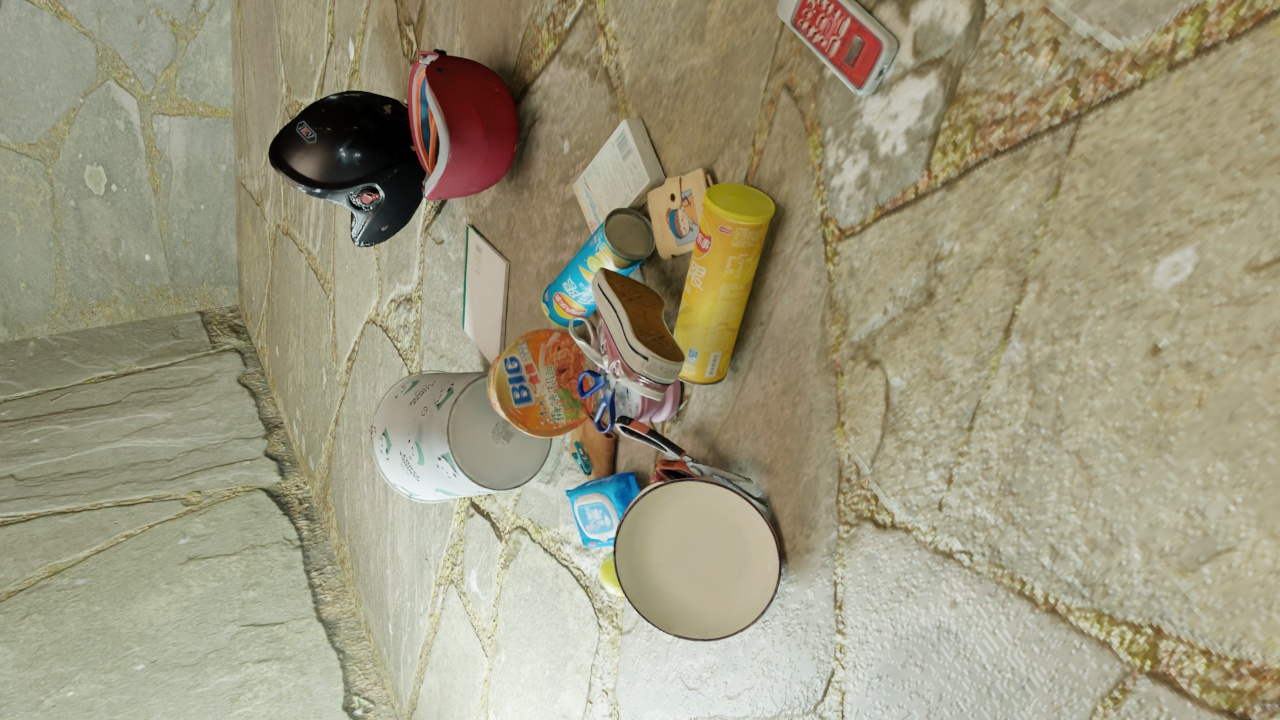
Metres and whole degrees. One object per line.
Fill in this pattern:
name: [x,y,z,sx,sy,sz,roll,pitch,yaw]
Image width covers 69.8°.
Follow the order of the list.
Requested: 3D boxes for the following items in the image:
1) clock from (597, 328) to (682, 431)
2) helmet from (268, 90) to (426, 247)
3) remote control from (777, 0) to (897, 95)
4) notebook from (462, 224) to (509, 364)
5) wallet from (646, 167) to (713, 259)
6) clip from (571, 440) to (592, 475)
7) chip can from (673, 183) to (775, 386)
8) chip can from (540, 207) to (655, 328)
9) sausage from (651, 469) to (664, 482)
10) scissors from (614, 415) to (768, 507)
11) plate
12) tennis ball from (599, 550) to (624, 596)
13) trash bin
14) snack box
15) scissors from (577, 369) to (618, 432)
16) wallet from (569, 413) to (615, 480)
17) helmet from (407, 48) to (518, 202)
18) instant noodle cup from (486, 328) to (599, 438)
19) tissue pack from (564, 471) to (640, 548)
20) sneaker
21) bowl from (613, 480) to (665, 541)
clock: [-0.007,0.007,1.143,0.117,0.059,0.158,13,113,56]
helmet: [-0.485,-0.349,1.574,0.233,0.274,0.231,49,113,24]
remote control: [0.167,-0.289,0.793,0.136,0.020,0.056,57,144,28]
notebook: [-0.266,-0.106,1.555,0.150,0.012,0.210,44,136,41]
wallet: [0.049,-0.165,1.026,0.115,0.024,0.087,-8,100,60]
clip: [-0.085,0.144,1.329,0.055,0.013,0.037,53,143,39]
chip can: [0.081,-0.075,0.964,0.072,0.072,0.214,47,138,39]
chip can: [-0.058,-0.113,1.167,0.211,0.071,0.071,-40,68,56]
sausage: [0.027,0.217,1.212,0.020,0.020,0.156,15,114,55]
scissors: [0.053,0.121,1.082,0.189,0.015,0.224,38,161,-1]
plate: [0.066,0.224,1.050,0.192,0.039,0.192,2,99,13]
tennis ball: [-0.024,0.295,1.279,0.065,0.065,0.065,28,125,51]
trash bin: [-0.284,0.119,1.487,0.252,0.229,0.229,-9,94,54]
snack box: [-0.029,-0.217,1.123,0.157,0.026,0.084,-39,69,56]
scissors: [-0.041,0.019,1.136,0.144,0.012,0.170,38,133,43]
wallet: [-0.072,0.126,1.334,0.115,0.020,0.101,39,133,48]
helmet: [-0.255,-0.341,1.331,0.240,0.143,0.207,-127,37,-56]
instant noodle cup: [-0.147,0.033,1.306,0.112,0.151,0.151,-6,97,67]
tissue pack: [-0.047,0.210,1.271,0.158,0.052,0.095,-19,92,48]
sneaker: [-0.017,-0.024,1.003,0.088,0.118,0.240,-60,25,21]
bowl: [0.027,0.216,1.147,0.117,0.066,0.116,-43,26,27]
